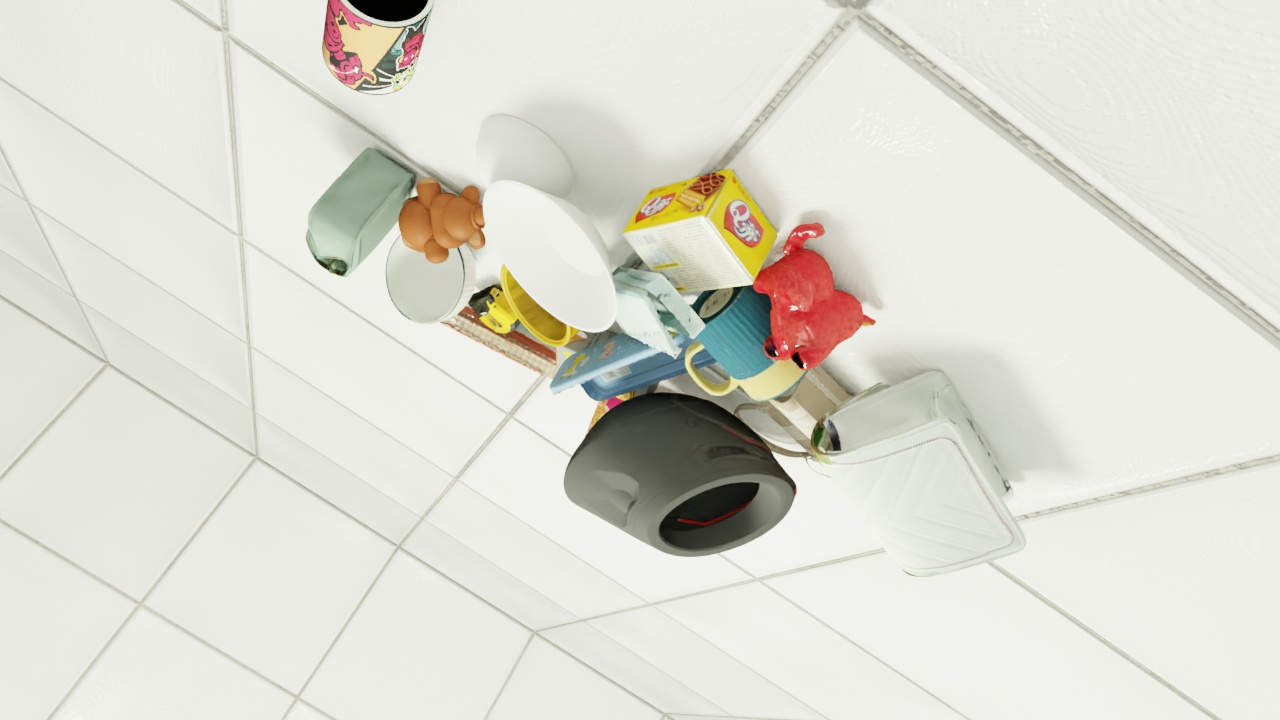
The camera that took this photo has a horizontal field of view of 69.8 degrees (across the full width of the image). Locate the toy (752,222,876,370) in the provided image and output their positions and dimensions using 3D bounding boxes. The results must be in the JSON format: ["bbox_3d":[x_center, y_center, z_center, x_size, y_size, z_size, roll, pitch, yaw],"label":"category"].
[{"bbox_3d":[0.156,-0.066,0.819,0.088,0.094,0.133,40,142,54],"label":"toy"}]

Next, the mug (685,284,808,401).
[{"bbox_3d":[0.095,-0.015,0.896,0.114,0.083,0.107,-37,114,22],"label":"mug"}]

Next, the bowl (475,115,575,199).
[{"bbox_3d":[-0.122,-0.182,0.899,0.110,0.040,0.110,24,152,13],"label":"bowl"}]

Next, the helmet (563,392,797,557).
[{"bbox_3d":[0.036,0.120,1.057,0.169,0.264,0.165,61,142,42],"label":"helmet"}]

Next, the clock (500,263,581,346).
[{"bbox_3d":[-0.100,-0.076,1.025,0.113,0.051,0.152,53,151,-4],"label":"clock"}]

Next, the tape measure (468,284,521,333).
[{"bbox_3d":[-0.180,-0.062,1.161,0.064,0.037,0.066,44,150,-24],"label":"tape measure"}]

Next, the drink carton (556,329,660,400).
[{"bbox_3d":[-0.038,0.002,1.115,0.125,0.048,0.076,26,152,9],"label":"drink carton"}]

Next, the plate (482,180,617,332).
[{"bbox_3d":[-0.077,-0.108,0.884,0.174,0.036,0.174,34,151,22],"label":"plate"}]

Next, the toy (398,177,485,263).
[{"bbox_3d":[-0.211,-0.157,1.016,0.128,0.065,0.095,-2,99,24],"label":"toy"}]

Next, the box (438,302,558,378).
[{"bbox_3d":[-0.177,-0.038,1.214,0.188,0.062,0.058,28,178,0],"label":"box"}]

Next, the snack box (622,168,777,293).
[{"bbox_3d":[0.053,-0.112,0.819,0.106,0.061,0.083,-3,137,48],"label":"snack box"}]

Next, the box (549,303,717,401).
[{"bbox_3d":[-0.001,0.007,1.008,0.210,0.077,0.074,-21,115,39],"label":"box"}]

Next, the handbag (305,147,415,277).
[{"bbox_3d":[-0.317,-0.166,1.032,0.067,0.121,0.106,32,153,-3],"label":"handbag"}]

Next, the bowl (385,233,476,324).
[{"bbox_3d":[-0.241,-0.103,1.103,0.118,0.118,0.062,17,-169,25],"label":"bowl"}]

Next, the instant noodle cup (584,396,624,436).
[{"bbox_3d":[-0.002,0.119,1.216,0.179,0.077,0.179,31,160,12],"label":"instant noodle cup"}]

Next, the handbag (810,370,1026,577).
[{"bbox_3d":[0.275,0.116,0.907,0.142,0.096,0.198,-23,122,26],"label":"handbag"}]

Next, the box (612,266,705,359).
[{"bbox_3d":[0.004,-0.056,0.896,0.199,0.066,0.083,-147,39,-73],"label":"box"}]

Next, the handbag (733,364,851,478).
[{"bbox_3d":[0.177,0.078,1.041,0.175,0.062,0.198,42,159,-20],"label":"handbag"}]

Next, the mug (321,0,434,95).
[{"bbox_3d":[-0.233,-0.304,0.781,0.118,0.081,0.098,59,152,4],"label":"mug"}]
